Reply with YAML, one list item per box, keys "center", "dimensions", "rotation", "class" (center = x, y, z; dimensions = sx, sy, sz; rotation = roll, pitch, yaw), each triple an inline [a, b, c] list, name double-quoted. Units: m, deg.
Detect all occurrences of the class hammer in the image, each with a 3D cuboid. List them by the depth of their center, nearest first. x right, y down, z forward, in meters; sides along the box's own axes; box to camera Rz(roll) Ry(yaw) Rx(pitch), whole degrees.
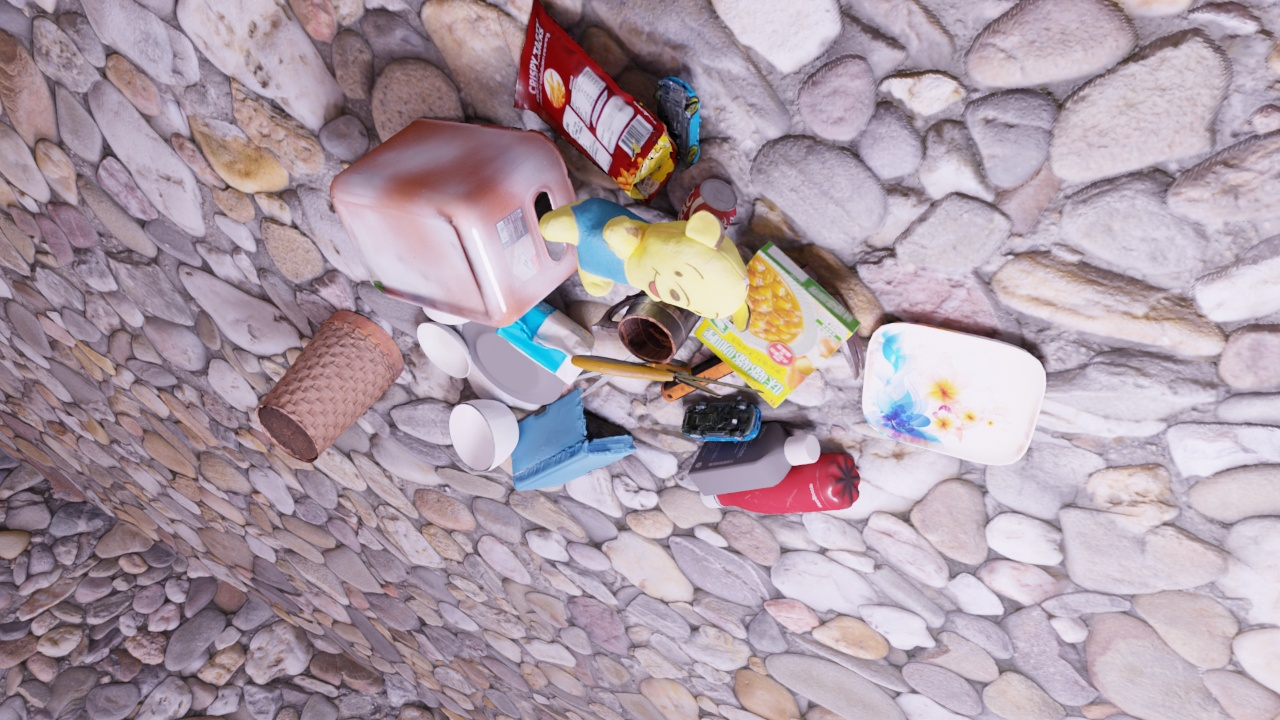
- center: [0.133, 0.002, 1.113]
  dimensions: [0.138, 0.034, 0.315]
  rotation: [50, 141, -8]
  class: "hammer"

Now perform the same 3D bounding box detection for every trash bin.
- center: [-0.216, -0.160, 1.070]
  dimensions: [0.260, 0.157, 0.182]
  rotation: [17, 138, 35]
  class: "trash bin"
- center: [-0.502, 0.041, 1.467]
  dimensions: [0.151, 0.209, 0.151]
  rotation: [19, 139, 18]
  class: "trash bin"

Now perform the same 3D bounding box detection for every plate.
- center: [0.343, 0.035, 1.018]
  dimensions: [0.187, 0.016, 0.187]
  rotation: [15, 138, 22]
  class: "plate"
- center: [-0.193, 0.001, 1.357]
  dimensions: [0.178, 0.012, 0.179]
  rotation: [22, 139, 20]
  class: "plate"
- center: [-0.292, -0.022, 1.395]
  dimensions: [0.104, 0.026, 0.104]
  rotation: [25, 141, 22]
  class: "plate"

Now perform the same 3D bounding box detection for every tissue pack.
- center: [-0.117, -0.029, 1.163]
  dimensions: [0.117, 0.066, 0.209]
  rotation: [35, -178, -5]
  class: "tissue pack"

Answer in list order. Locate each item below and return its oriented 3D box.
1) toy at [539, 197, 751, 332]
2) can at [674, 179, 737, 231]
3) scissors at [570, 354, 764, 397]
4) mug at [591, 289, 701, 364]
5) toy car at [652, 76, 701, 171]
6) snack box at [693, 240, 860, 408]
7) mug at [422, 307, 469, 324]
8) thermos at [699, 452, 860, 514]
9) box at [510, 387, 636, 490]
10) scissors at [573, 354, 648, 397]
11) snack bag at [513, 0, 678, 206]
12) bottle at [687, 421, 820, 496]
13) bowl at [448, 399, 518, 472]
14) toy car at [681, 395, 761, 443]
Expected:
- center: [0.017, -0.109, 0.957]
  dimensions: [0.214, 0.083, 0.149]
  rotation: [14, 159, 26]
  class: "toy"
- center: [0.066, -0.148, 0.993]
  dimensions: [0.054, 0.053, 0.097]
  rotation: [34, 142, 0]
  class: "can"
- center: [0.025, 0.014, 1.070]
  dimensions: [0.229, 0.016, 0.225]
  rotation: [7, -172, -20]
  class: "scissors"
- center: [0.015, -0.060, 1.078]
  dimensions: [0.116, 0.107, 0.080]
  rotation: [8, 135, 29]
  class: "mug"
- center: [0.041, -0.241, 0.925]
  dimensions: [0.048, 0.032, 0.105]
  rotation: [34, 152, 27]
  class: "toy car"
- center: [0.146, -0.035, 1.017]
  dimensions: [0.132, 0.027, 0.168]
  rotation: [43, 142, 6]
  class: "snack box"
- center: [-0.263, -0.119, 1.250]
  dimensions: [0.114, 0.080, 0.088]
  rotation: [50, 144, 32]
  class: "mug"
- center: [0.177, 0.171, 1.233]
  dimensions: [0.241, 0.073, 0.073]
  rotation: [-14, 122, 44]
  class: "thermos"
- center: [-0.114, 0.122, 1.422]
  dimensions: [0.232, 0.094, 0.112]
  rotation: [-30, 66, 50]
  class: "box"
- center: [-0.021, -0.004, 1.185]
  dimensions: [0.141, 0.014, 0.147]
  rotation: [0, 133, -12]
  class: "scissors"
- center: [-0.056, -0.258, 0.943]
  dimensions: [0.208, 0.066, 0.139]
  rotation: [42, 149, 16]
  class: "snack bag"
- center: [0.152, 0.125, 1.196]
  dimensions: [0.174, 0.083, 0.046]
  rotation: [-15, 121, 43]
  class: "bottle"
- center: [-0.243, 0.113, 1.453]
  dimensions: [0.116, 0.065, 0.116]
  rotation: [17, 117, 38]
  class: "bowl"
- center: [0.109, 0.080, 1.206]
  dimensions: [0.120, 0.056, 0.043]
  rotation: [-6, 153, 45]
  class: "toy car"
